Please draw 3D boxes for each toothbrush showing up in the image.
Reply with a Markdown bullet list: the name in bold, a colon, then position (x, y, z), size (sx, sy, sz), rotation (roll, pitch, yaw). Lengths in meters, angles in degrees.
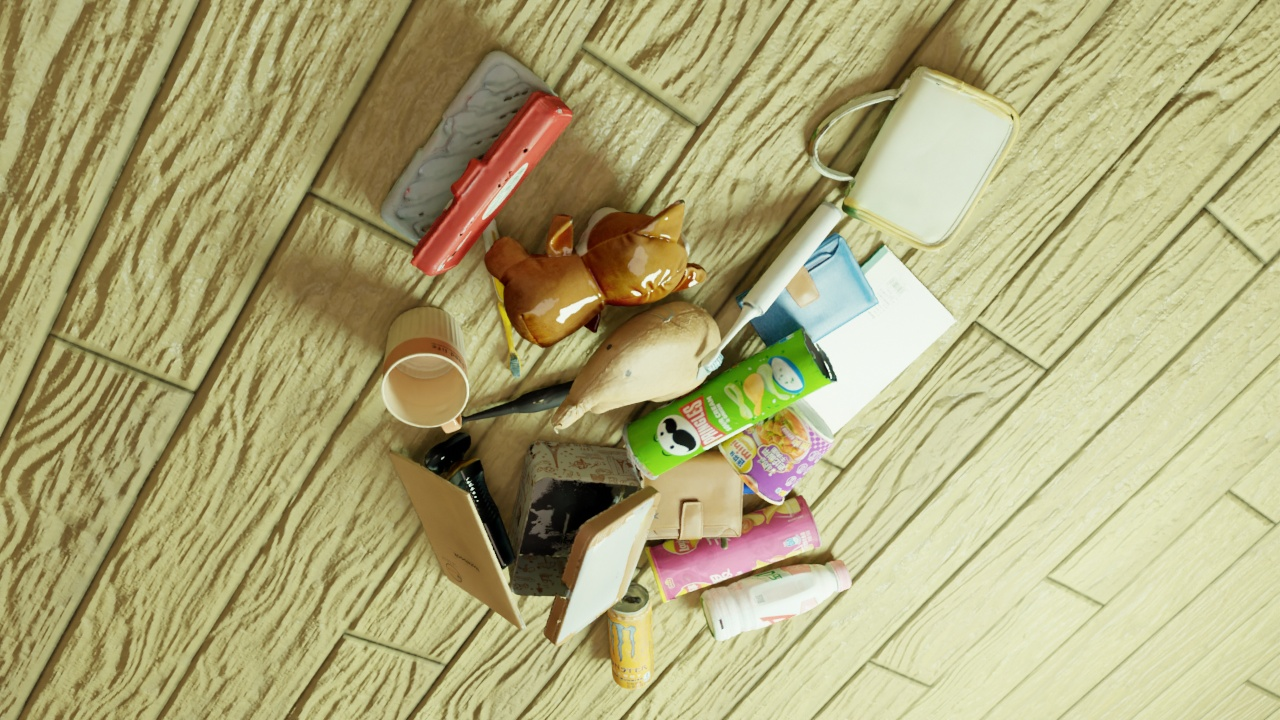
- **toothbrush**: position (0.133, -0.076, 0.945), size (0.220, 0.027, 0.026), rotation (-51, 127, -10)
- **toothbrush**: position (-0.115, 0.045, 1.014), size (0.212, 0.027, 0.026), rotation (-15, 88, -3)
- **toothbrush**: position (-0.142, -0.062, 0.947), size (0.016, 0.018, 0.192), rotation (-11, 122, -9)

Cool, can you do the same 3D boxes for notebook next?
- **notebook**: position (-0.204, 0.202, 1.029), size (0.008, 0.148, 0.208), rotation (-38, 129, -32)
- **notebook**: position (0.248, -0.016, 1.067), size (0.150, 0.012, 0.209), rotation (38, 105, -27)

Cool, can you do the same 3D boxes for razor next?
- **razor**: position (-0.187, 0.163, 1.024), size (0.068, 0.062, 0.167), rotation (-14, 104, 44)

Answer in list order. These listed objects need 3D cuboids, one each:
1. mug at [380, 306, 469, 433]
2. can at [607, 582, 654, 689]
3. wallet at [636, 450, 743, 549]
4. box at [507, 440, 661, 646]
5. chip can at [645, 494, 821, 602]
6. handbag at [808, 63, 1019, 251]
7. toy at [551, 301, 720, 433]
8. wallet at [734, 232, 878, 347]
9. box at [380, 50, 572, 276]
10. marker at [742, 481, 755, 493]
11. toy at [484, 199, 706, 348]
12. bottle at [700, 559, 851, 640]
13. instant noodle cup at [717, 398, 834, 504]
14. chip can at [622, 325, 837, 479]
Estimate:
- **mug**: position (-0.210, 0.016, 0.926), size (0.081, 0.105, 0.115), rotation (-22, 123, 0)
- **can**: position (-0.013, 0.363, 1.206), size (0.058, 0.058, 0.146), rotation (-8, 121, -8)
- **wallet**: position (0.059, 0.167, 1.104), size (0.130, 0.035, 0.119), rotation (0, 92, -12)
- **box**: position (-0.063, 0.215, 1.042), size (0.150, 0.168, 0.182), rotation (7, 118, -15)
- **chip can**: position (0.116, 0.235, 1.152), size (0.210, 0.071, 0.071), rotation (-19, 122, -1)
- **handbag**: position (0.266, -0.216, 0.933), size (0.178, 0.063, 0.164), rotation (23, 113, -8)
- **toy**: position (-0.005, 0.005, 0.926), size (0.225, 0.082, 0.144), rotation (-15, 140, -48)
- **wallet**: position (0.183, -0.067, 1.003), size (0.133, 0.040, 0.106), rotation (-33, 119, 8)
- **box**: position (-0.161, -0.183, 0.847), size (0.099, 0.095, 0.202), rotation (41, 108, -1)
- **marker**: position (0.072, 0.159, 1.129), size (0.145, 0.017, 0.017), rotation (-1, 120, -12)
- **toy**: position (-0.040, -0.092, 0.899), size (0.200, 0.130, 0.140), rotation (-16, 152, 9)
- **bottle**: position (0.181, 0.312, 1.217), size (0.197, 0.068, 0.068), rotation (-15, 122, -7)
- **instant noodle cup**: position (0.160, 0.094, 1.051), size (0.099, 0.111, 0.111), rotation (-43, 120, 16)
- **chip can**: position (0.096, 0.048, 1.012), size (0.236, 0.072, 0.072), rotation (-30, 123, 18)
